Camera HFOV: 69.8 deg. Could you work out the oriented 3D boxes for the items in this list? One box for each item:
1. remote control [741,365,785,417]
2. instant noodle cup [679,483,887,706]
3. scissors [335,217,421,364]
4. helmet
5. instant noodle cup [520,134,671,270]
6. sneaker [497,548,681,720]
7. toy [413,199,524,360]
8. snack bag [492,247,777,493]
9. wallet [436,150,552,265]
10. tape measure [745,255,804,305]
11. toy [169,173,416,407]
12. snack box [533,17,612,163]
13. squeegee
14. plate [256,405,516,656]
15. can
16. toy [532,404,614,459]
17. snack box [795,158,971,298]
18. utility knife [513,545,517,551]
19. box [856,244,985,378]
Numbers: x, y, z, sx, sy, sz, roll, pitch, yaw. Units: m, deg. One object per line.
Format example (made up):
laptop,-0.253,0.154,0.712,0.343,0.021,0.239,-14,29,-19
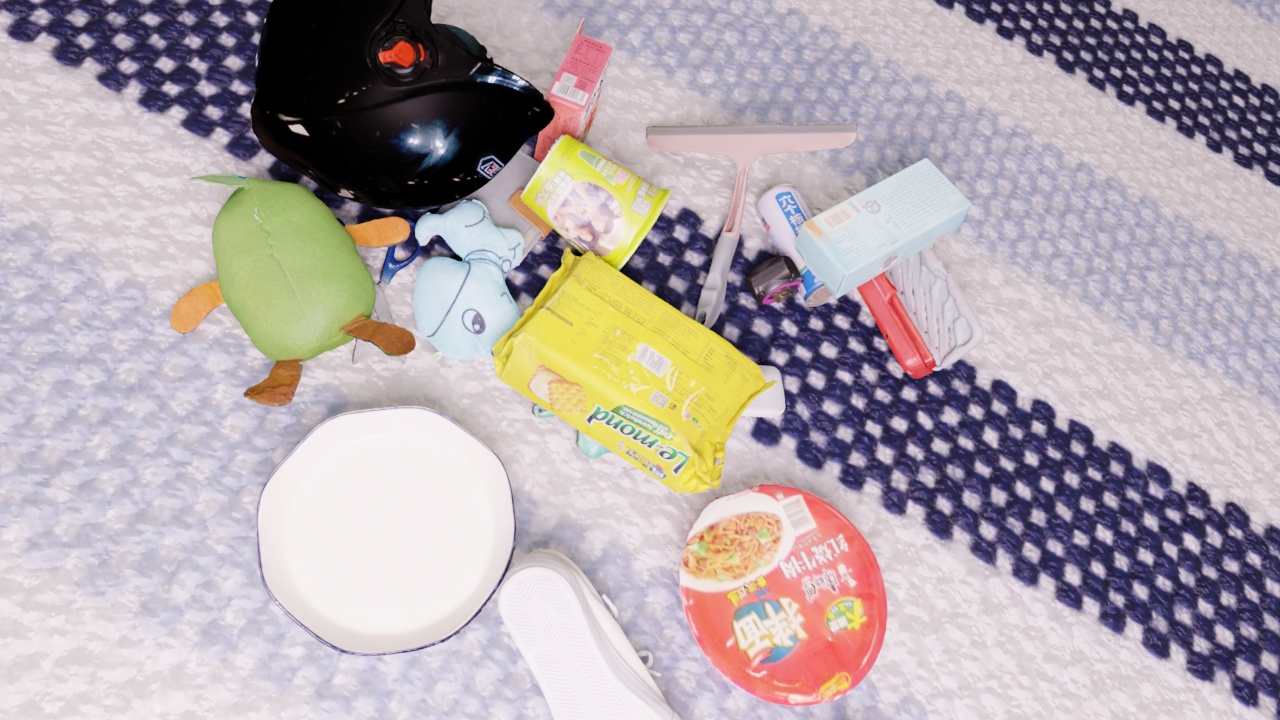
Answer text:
remote control,0.080,0.029,0.928,0.136,0.020,0.055,4,62,-14
instant noodle cup,0.119,0.210,0.817,0.193,0.066,0.193,7,62,-13
scissors,-0.264,-0.077,0.892,0.163,0.012,0.162,32,60,0
helmet,-0.228,-0.253,0.870,0.275,0.233,0.230,30,89,6
instant noodle cup,-0.050,-0.162,0.926,0.123,0.112,0.111,35,58,-10
sneaker,-0.034,0.260,0.747,0.089,0.090,0.242,-32,93,2
toy,-0.167,-0.071,0.886,0.161,0.050,0.156,39,72,1
snack bag,-0.005,0.005,0.858,0.246,0.068,0.157,33,53,3
wallet,-0.138,-0.164,0.959,0.106,0.037,0.129,31,59,2
tape measure,0.144,-0.084,0.985,0.057,0.057,0.039,-30,75,18
toy,-0.313,-0.074,0.831,0.226,0.090,0.246,-24,68,-15
snack box,-0.071,-0.283,0.997,0.044,0.113,0.126,20,59,-3
squeegee,0.094,-0.140,0.995,0.248,0.040,0.249,7,73,26
plate,-0.207,0.139,0.759,0.205,0.046,0.204,3,70,-9
can,0.179,-0.129,1.022,0.053,0.053,0.134,-16,68,-23
toy,-0.051,0.053,0.874,0.096,0.030,0.092,-15,63,-15
snack box,0.254,-0.140,0.966,0.174,0.052,0.074,-29,68,-15
utility knife,-0.198,0.139,0.793,0.187,0.013,0.029,21,57,-2
box,0.292,-0.087,1.005,0.099,0.095,0.201,-32,68,18
